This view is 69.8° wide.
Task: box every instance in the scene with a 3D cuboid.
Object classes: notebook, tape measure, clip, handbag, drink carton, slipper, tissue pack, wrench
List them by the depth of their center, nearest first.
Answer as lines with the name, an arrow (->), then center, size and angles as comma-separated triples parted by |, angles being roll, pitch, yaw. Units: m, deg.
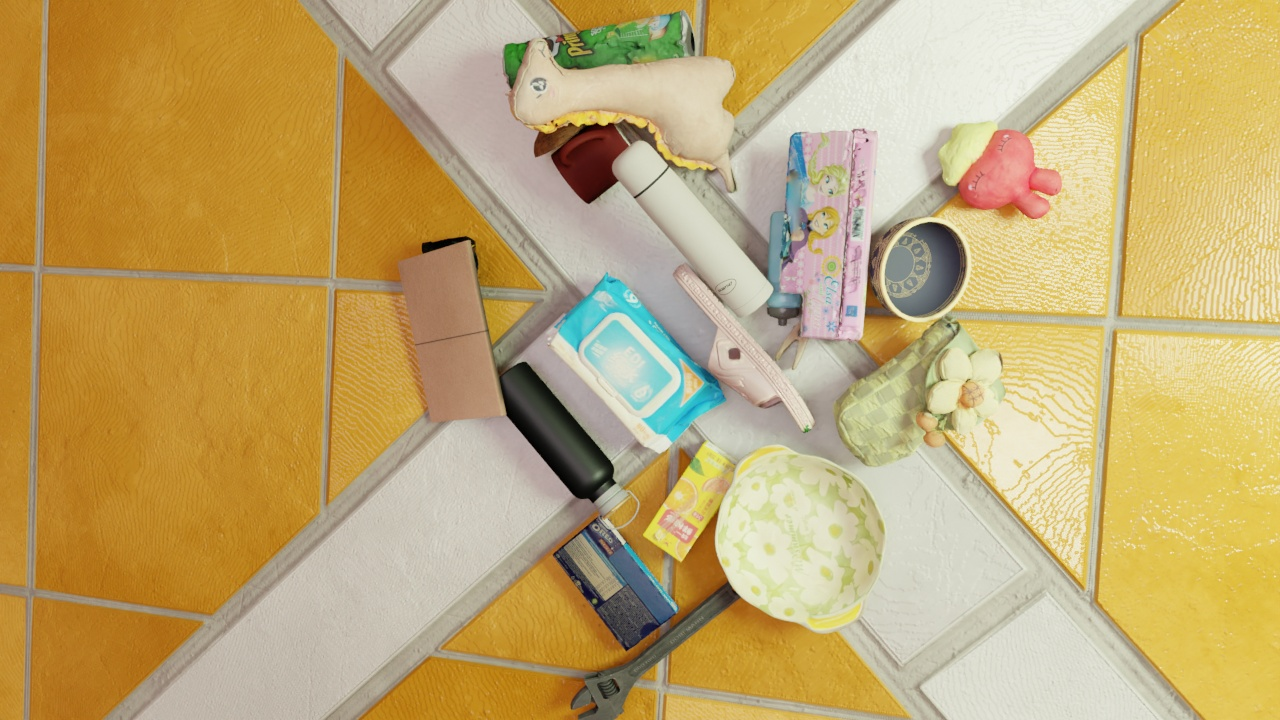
handbag -> 0.303, 0.048, 0.980 | 0.186, 0.116, 0.113 | -38, 110, 11
slipper -> 0.105, -0.005, 1.044 | 0.064, 0.094, 0.239 | -40, 80, 6
clip -> 0.186, -0.015, 1.060 | 0.043, 0.024, 0.061 | 36, 95, 10
drink carton -> 0.063, 0.167, 1.085 | 0.058, 0.043, 0.135 | 34, 99, 9
tissue pack -> -0.006, 0.006, 1.087 | 0.209, 0.066, 0.117 | 46, 102, 6
wrench -> 0.023, 0.348, 1.101 | 0.273, 0.018, 0.073 | -41, 111, 10
notebook -> -0.233, -0.031, 1.124 | 0.142, 0.008, 0.209 | -8, 95, 41
tape measure -> -0.235, -0.120, 1.150 | 0.067, 0.038, 0.062 | -10, 82, 12

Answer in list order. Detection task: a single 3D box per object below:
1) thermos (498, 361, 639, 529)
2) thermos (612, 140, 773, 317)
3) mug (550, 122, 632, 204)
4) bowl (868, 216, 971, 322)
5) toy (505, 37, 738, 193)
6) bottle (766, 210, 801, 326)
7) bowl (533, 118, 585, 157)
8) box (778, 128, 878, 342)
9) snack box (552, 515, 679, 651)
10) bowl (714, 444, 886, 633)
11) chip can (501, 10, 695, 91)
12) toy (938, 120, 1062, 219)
thermos -> -0.088, 0.107, 1.109 | 0.061, 0.061, 0.231 | -43, 82, 11
thermos -> 0.056, -0.145, 1.010 | 0.052, 0.052, 0.224 | -40, 104, 11
mug -> -0.056, -0.240, 1.068 | 0.083, 0.105, 0.073 | -36, 75, 12
bowl -> 0.296, -0.102, 1.005 | 0.112, 0.061, 0.112 | -4, 105, -18
toy -> -0.011, -0.264, 1.012 | 0.264, 0.065, 0.196 | -14, 106, -19
bottle -> 0.166, -0.104, 1.053 | 0.040, 0.040, 0.130 | 3, 92, 13
bowl -> -0.089, -0.279, 1.071 | 0.101, 0.114, 0.026 | -44, 110, -15
box -> 0.201, -0.138, 1.014 | 0.097, 0.085, 0.230 | 4, 93, 3
snack box -> -0.030, 0.269, 1.118 | 0.082, 0.027, 0.150 | -39, 85, 10
bowl -> 0.183, 0.198, 1.049 | 0.189, 0.060, 0.219 | -27, 85, 13
chip can -> -0.047, -0.355, 1.079 | 0.223, 0.075, 0.075 | -6, 90, 13
toy -> 0.388, -0.205, 0.994 | 0.135, 0.045, 0.092 | 40, 102, 15
